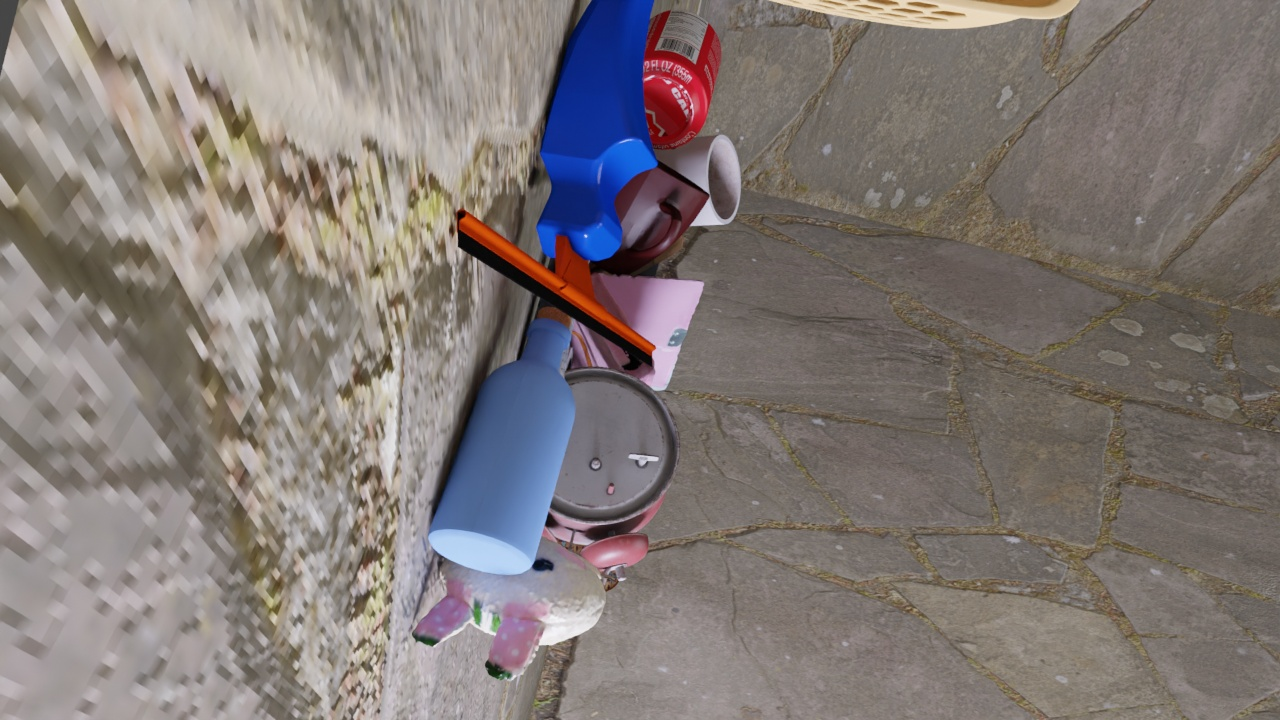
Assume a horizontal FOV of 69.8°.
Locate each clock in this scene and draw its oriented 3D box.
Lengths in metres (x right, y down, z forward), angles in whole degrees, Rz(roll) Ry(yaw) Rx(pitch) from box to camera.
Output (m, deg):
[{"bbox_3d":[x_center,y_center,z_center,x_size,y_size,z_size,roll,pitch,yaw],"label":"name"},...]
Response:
[{"bbox_3d":[-0.035,0.078,0.598,0.062,0.110,0.156,105,-1,-62],"label":"clock"}]

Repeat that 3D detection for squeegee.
[{"bbox_3d":[-0.019,-0.109,0.440,0.249,0.055,0.184,31,72,-71],"label":"squeegee"}]

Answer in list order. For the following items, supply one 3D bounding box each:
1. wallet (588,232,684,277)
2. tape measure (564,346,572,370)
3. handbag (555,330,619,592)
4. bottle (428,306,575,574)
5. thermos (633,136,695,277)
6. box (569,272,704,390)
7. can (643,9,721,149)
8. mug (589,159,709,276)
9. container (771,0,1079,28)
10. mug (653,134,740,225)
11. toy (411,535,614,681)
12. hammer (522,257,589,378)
[{"bbox_3d":[-0.007,-0.095,0.848,0.098,0.027,0.121,-31,179,0],"label":"wallet"},{"bbox_3d":[-0.068,0.022,0.723,0.065,0.017,0.064,103,1,-70],"label":"tape measure"},{"bbox_3d":[-0.060,0.074,0.667,0.043,0.093,0.195,-20,-114,53],"label":"handbag"},{"bbox_3d":[-0.057,0.031,0.434,0.048,0.048,0.131,103,1,-59],"label":"bottle"},{"bbox_3d":[0.010,-0.198,0.998,0.101,0.068,0.230,-134,-122,-75],"label":"thermos"},{"bbox_3d":[-0.003,0.001,0.785,0.099,0.106,0.233,61,-16,18],"label":"box"},{"bbox_3d":[0.024,-0.232,0.747,0.142,0.074,0.075,-75,179,-51],"label":"can"},{"bbox_3d":[-0.002,-0.105,0.691,0.088,0.087,0.114,-58,-148,14],"label":"mug"},{"bbox_3d":[0.062,-0.183,0.282,0.167,0.183,0.129,-119,-137,-79],"label":"container"},{"bbox_3d":[0.045,-0.173,0.902,0.119,0.096,0.083,-13,103,-61],"label":"mug"},{"bbox_3d":[-0.056,0.109,0.447,0.112,0.087,0.050,-30,125,-49],"label":"toy"},{"bbox_3d":[-0.022,-0.142,0.544,0.140,0.036,0.326,165,-61,-89],"label":"hammer"}]
